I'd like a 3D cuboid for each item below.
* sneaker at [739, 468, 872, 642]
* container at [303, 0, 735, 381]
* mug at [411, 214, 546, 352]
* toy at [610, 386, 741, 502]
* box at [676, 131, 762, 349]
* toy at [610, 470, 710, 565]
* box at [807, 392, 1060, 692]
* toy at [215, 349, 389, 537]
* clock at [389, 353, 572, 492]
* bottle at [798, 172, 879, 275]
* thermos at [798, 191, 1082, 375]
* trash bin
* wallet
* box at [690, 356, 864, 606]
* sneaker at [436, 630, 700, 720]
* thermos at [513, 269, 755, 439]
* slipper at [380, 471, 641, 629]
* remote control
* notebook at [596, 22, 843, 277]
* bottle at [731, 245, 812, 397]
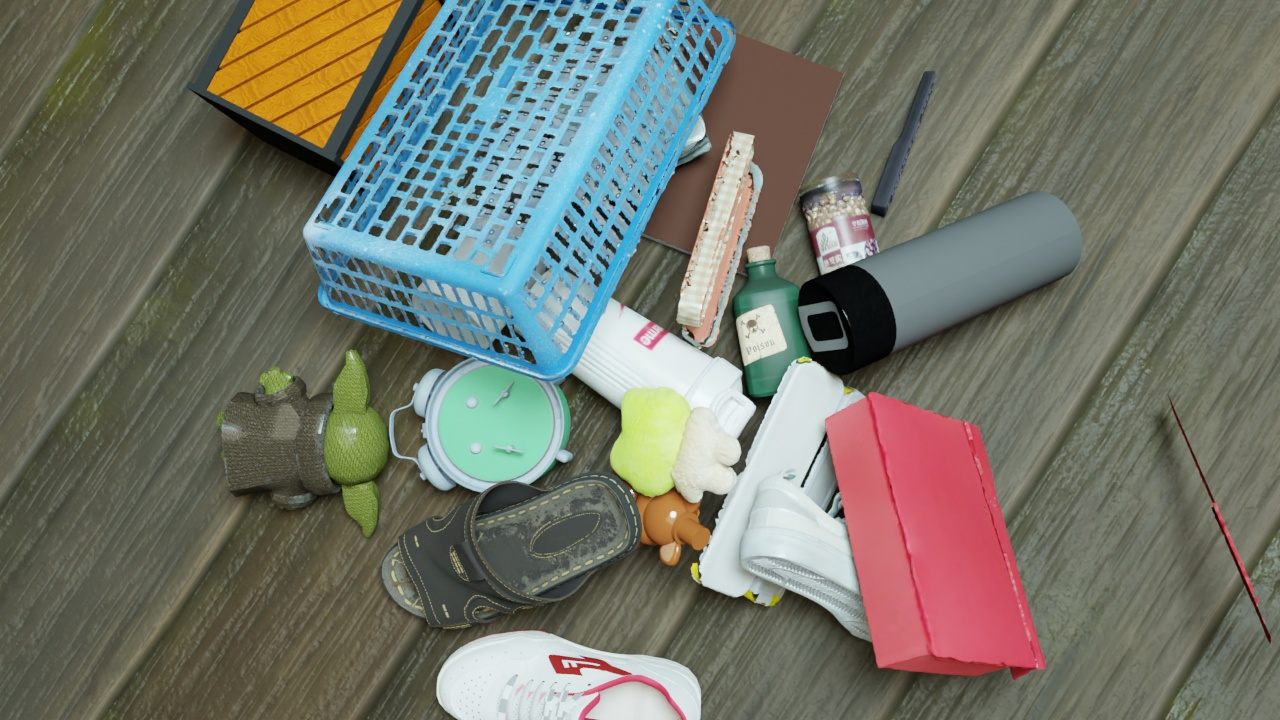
[{"bbox_3d":[0.183,0.169,0.768,0.242,0.090,0.090,33,55,-27],"label":"sneaker"},{"bbox_3d":[-0.105,-0.185,0.752,0.257,0.089,0.361,17,70,24],"label":"container"},{"bbox_3d":[-0.154,-0.068,0.825,0.078,0.112,0.096,54,54,-34],"label":"mug"},{"bbox_3d":[0.028,0.071,0.738,0.115,0.046,0.092,17,102,30],"label":"toy"},{"bbox_3d":[0.068,-0.104,0.790,0.042,0.083,0.186,15,72,11],"label":"box"},{"bbox_3d":[0.018,0.127,0.788,0.065,0.128,0.095,18,94,-40],"label":"toy"},{"bbox_3d":[0.228,0.141,0.730,0.164,0.153,0.214,-7,61,5],"label":"box"},{"bbox_3d":[-0.304,0.074,0.827,0.153,0.078,0.179,0,110,-2],"label":"toy"},{"bbox_3d":[-0.146,0.058,0.823,0.161,0.075,0.122,-6,85,3],"label":"clock"},{"bbox_3d":[0.183,-0.110,0.830,0.056,0.056,0.105,-14,85,1],"label":"bottle"},{"bbox_3d":[0.251,-0.067,0.774,0.240,0.082,0.082,-22,85,-19],"label":"thermos"},{"bbox_3d":[-0.269,-0.263,0.820,0.140,0.140,0.171,27,87,4],"label":"trash bin"},{"bbox_3d":[-0.011,-0.207,0.824,0.132,0.054,0.100,-24,81,10],"label":"wallet"},{"bbox_3d":[0.127,0.109,0.793,0.036,0.129,0.209,25,87,48],"label":"box"},{"bbox_3d":[-0.066,0.295,0.788,0.236,0.104,0.090,9,86,3],"label":"sneaker"},{"bbox_3d":[-0.005,0.005,0.813,0.220,0.099,0.099,33,88,8],"label":"thermos"},{"bbox_3d":[-0.123,0.166,0.783,0.268,0.075,0.113,-22,85,24],"label":"slipper"},{"bbox_3d":[0.243,-0.201,0.848,0.015,0.032,0.136,20,86,15],"label":"remote control"},{"bbox_3d":[0.072,-0.202,0.861,0.171,0.022,0.209,22,87,2],"label":"notebook"},{"bbox_3d":[0.115,-0.036,0.820,0.061,0.061,0.131,-9,90,3],"label":"bottle"}]
